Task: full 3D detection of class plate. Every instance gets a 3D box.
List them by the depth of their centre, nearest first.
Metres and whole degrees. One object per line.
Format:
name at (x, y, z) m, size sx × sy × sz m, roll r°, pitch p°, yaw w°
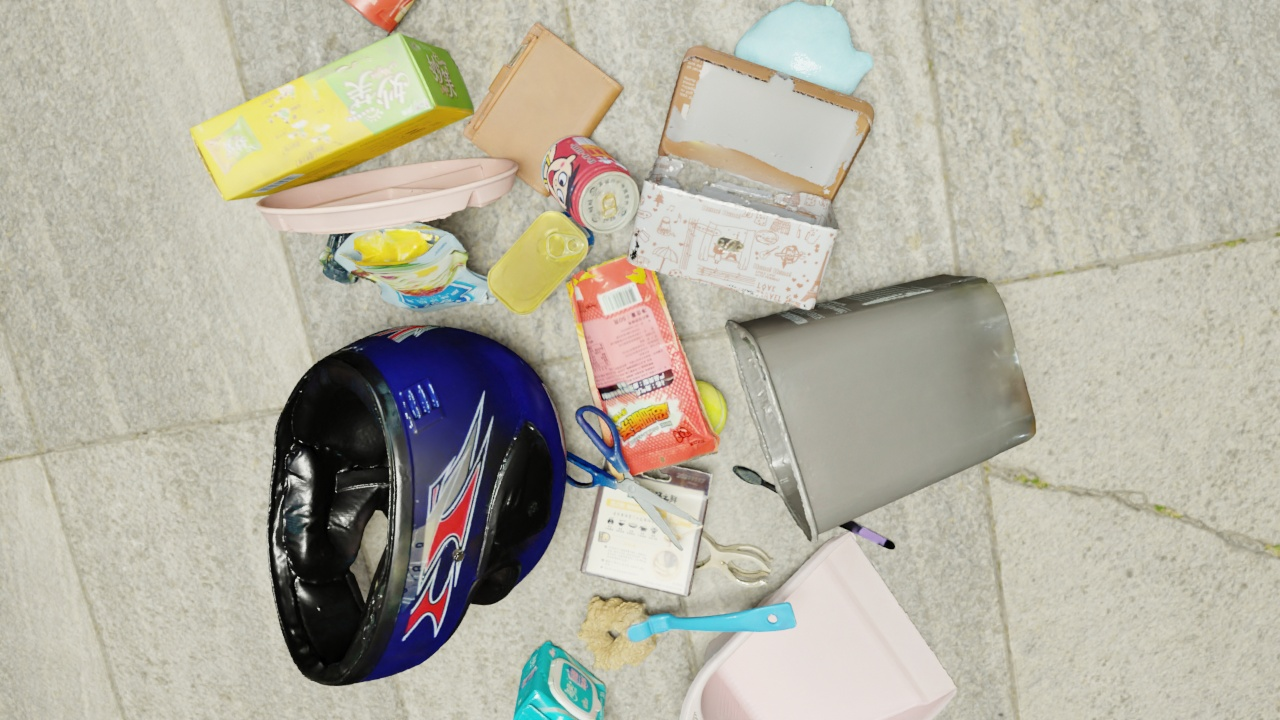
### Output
plate at (-0.221, -0.148, 0.820) m, size 0.229 × 0.229 × 0.028 m, roll -6°, pitch 111°, yaw 5°

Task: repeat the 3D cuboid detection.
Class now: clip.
clip at (0.089, 0.207, 0.963) m, size 0.100 × 0.034 × 0.071 m, roll 13°, pitch 102°, yaw 10°

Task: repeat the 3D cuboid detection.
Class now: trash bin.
trash bin at (0.213, 0.026, 0.844) m, size 0.220 × 0.199 × 0.198 m, roll -19°, pitch 99°, yaw 1°

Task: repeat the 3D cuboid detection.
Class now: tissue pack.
tissue pack at (-0.082, 0.359, 0.952) m, size 0.093 × 0.133 × 0.050 m, roll 42°, pitch 96°, yaw -8°

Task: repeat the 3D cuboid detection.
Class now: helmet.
helmet at (-0.191, 0.125, 0.857) m, size 0.248 × 0.239 × 0.315 m, roll 11°, pitch 96°, yaw 41°

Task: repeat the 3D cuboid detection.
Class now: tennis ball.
tennis ball at (0.054, 0.052, 0.917) m, size 0.065 × 0.065 × 0.065 m, roll 1°, pitch 101°, yaw 4°

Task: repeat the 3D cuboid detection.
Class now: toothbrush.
toothbrush at (0.181, 0.153, 0.951) m, size 0.189 × 0.017 × 0.014 m, roll 26°, pitch 87°, yaw -1°

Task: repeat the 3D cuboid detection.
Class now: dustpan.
dustpan at (0.174, 0.349, 0.928) m, size 0.274 × 0.138 × 0.222 m, roll -37°, pitch 95°, yaw 10°

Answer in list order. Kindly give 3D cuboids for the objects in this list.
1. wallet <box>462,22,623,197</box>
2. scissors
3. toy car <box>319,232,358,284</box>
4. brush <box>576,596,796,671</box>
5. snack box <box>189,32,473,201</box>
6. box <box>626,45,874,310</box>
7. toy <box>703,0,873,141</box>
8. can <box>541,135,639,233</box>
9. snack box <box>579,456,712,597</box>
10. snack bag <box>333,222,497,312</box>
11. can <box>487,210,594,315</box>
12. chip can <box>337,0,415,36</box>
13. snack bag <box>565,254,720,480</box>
wallet at (-0.097, -0.242, 0.890) m, size 0.108 × 0.031 × 0.132 m, roll 35°, pitch 101°, yaw -6°
scissors at (-0.021, 0.120, 0.896) m, size 0.157 × 0.012 × 0.165 m, roll -18°, pitch 95°, yaw 35°
toy car at (-0.292, -0.122, 0.926) m, size 0.043 × 0.034 × 0.090 m, roll 18°, pitch 99°, yaw 3°
brush at (0.039, 0.269, 0.928) m, size 0.255 × 0.045 × 0.083 m, roll -16°, pitch 92°, yaw 33°
snack box at (-0.274, -0.220, 0.843) m, size 0.210 × 0.157 × 0.070 m, roll -22°, pitch 102°, yaw 8°
box at (0.102, -0.172, 0.825) m, size 0.183 × 0.154 × 0.188 m, roll 15°, pitch 116°, yaw 0°
toy at (0.130, -0.270, 0.859) m, size 0.161 × 0.049 × 0.156 m, roll 20°, pitch 109°, yaw 8°
can at (-0.047, -0.164, 0.859) m, size 0.066 × 0.094 × 0.067 m, roll -15°, pitch 127°, yaw -21°
snack box at (0.007, 0.166, 0.934) m, size 0.113 × 0.053 × 0.125 m, roll 11°, pitch 80°, yaw 7°
snack bag at (-0.201, -0.078, 0.855) m, size 0.110 × 0.191 × 0.038 m, roll -14°, pitch 77°, yaw 1°
can at (-0.093, -0.097, 0.891) m, size 0.057 × 0.083 × 0.102 m, roll 43°, pitch 100°, yaw -5°
chip can at (-0.197, -0.408, 0.846) m, size 0.073 × 0.073 × 0.217 m, roll 42°, pitch 101°, yaw -4°
snack bag at (-0.005, 0.005, 0.885) m, size 0.129 × 0.073 × 0.208 m, roll -20°, pitch 87°, yaw 35°
